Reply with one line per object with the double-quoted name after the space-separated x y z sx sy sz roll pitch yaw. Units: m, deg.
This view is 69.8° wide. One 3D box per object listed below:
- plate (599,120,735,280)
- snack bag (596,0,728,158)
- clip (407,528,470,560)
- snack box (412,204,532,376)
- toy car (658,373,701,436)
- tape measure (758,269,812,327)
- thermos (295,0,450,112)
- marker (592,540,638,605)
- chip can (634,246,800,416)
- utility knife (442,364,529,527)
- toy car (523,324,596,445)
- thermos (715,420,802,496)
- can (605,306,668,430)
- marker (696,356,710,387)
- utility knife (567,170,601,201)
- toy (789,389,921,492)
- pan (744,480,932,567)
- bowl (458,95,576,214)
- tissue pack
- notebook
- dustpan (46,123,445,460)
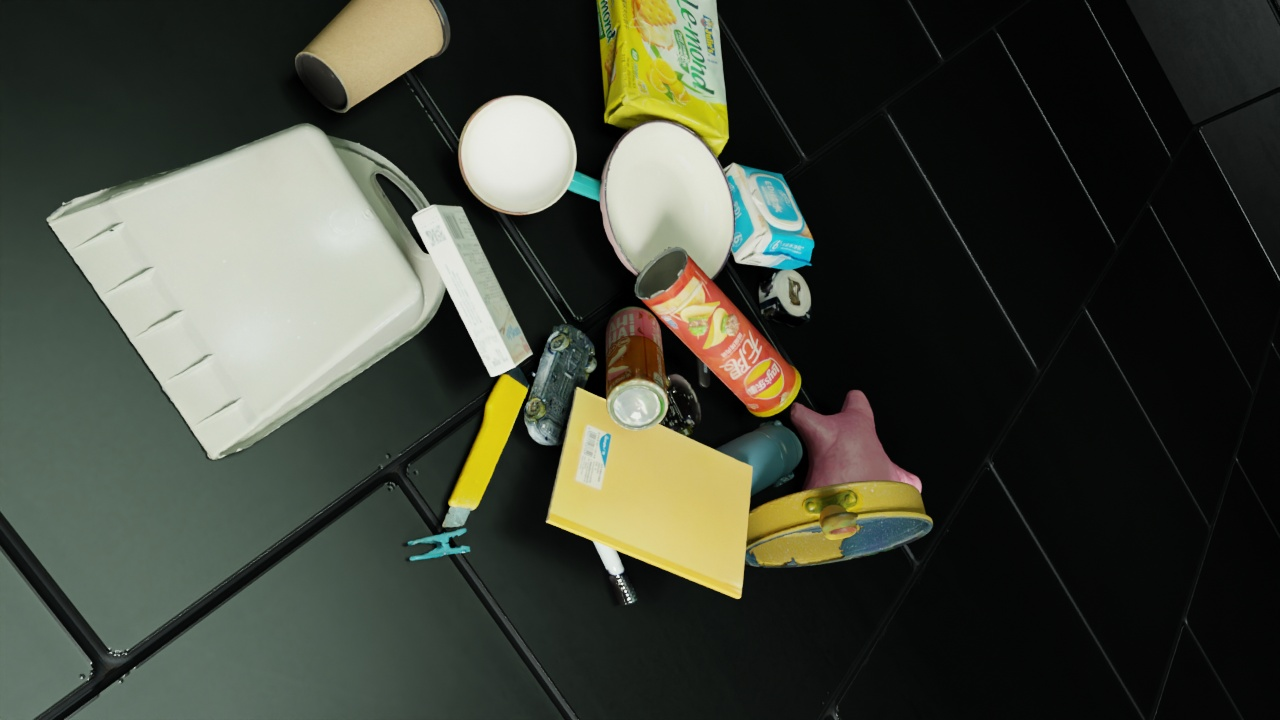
0.026 -0.169 1.024 0.192 0.039 0.192 5 83 -39 "plate"
0.020 -0.363 1.086 0.157 0.068 0.246 10 68 -35 "snack bag"
-0.172 0.158 0.782 0.056 0.014 0.046 -3 78 -38 "clip"
-0.150 -0.065 0.833 0.084 0.027 0.157 -61 126 -81 "snack box"
0.000 0.066 0.931 0.157 0.042 0.070 -25 90 -38 "toy car"
0.178 -0.079 1.131 0.065 0.034 0.066 10 68 -37 "tape measure"
-0.244 -0.294 0.844 0.093 0.093 0.143 46 61 -17 "thermos"
-0.037 0.174 0.879 0.022 0.018 0.130 -29 94 -60 "marker"
0.086 -0.027 0.994 0.216 0.073 0.073 43 52 -29 "chip can"
-0.141 0.077 0.833 0.033 0.015 0.173 36 55 -24 "utility knife"
-0.080 0.023 0.885 0.054 0.037 0.120 39 58 -45 "toy car"
0.088 0.125 0.966 0.219 0.070 0.070 -20 87 -41 "thermos"
-0.005 0.005 0.897 0.058 0.058 0.147 37 23 -22 "can"
0.070 -0.029 1.040 0.018 0.015 0.124 10 70 -32 "marker"
-0.080 -0.196 0.984 0.160 0.013 0.029 17 61 -32 "utility knife"
0.237 0.127 1.081 0.178 0.075 0.194 -36 94 -30 "toy"
0.184 0.159 0.871 0.357 0.198 0.078 61 18 -65 "pan"
-0.121 -0.206 0.909 0.113 0.113 0.062 45 10 -17 "bowl"
0.147 -0.172 1.102 0.089 0.063 0.140 3 56 -34 "tissue pack"
0.016 0.124 0.864 0.206 0.010 0.145 25 51 -20 "notebook"
-0.291 -0.081 0.777 0.257 0.143 0.222 -33 96 -11 "dustpan"
